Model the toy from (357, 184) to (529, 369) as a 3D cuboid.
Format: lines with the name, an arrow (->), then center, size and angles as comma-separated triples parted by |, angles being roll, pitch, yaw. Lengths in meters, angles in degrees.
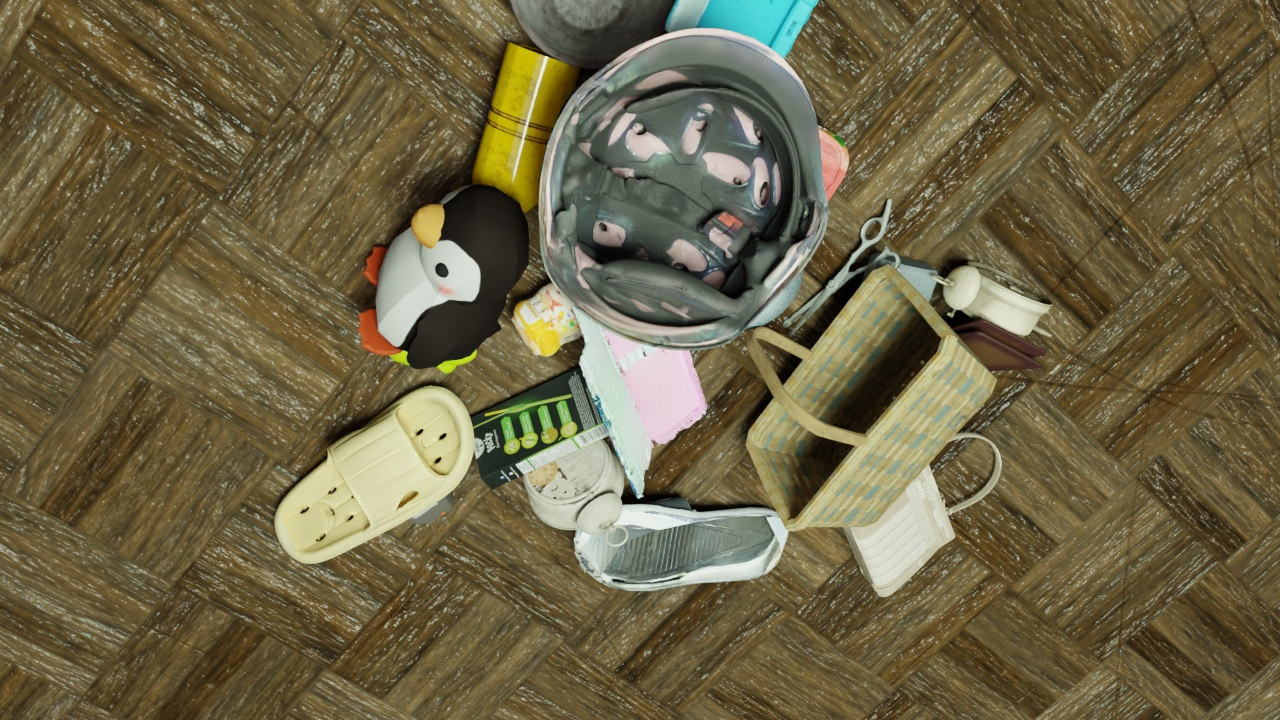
toy -> -0.156, -0.083, 0.834 | 0.140, 0.158, 0.185 | 15, 147, -29

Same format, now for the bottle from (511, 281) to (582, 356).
bottle -> -0.074, -0.053, 0.922 | 0.109, 0.063, 0.063 | -34, 113, -9

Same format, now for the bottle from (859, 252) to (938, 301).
bottle -> 0.255, -0.029, 0.977 | 0.072, 0.046, 0.161 | 11, 111, -11

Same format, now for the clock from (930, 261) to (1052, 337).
clock -> 0.355, -0.064, 0.948 | 0.140, 0.093, 0.055 | 14, 114, -22

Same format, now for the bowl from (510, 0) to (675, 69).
bowl -> -0.044, -0.328, 0.802 | 0.145, 0.067, 0.145 | -1, 103, -7

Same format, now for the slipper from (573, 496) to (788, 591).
slipper -> 0.043, 0.201, 1.042 | 0.263, 0.063, 0.111 | 3, 112, -21

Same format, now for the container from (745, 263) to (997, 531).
container -> 0.192, 0.035, 0.893 | 0.186, 0.157, 0.250 | 21, 117, -27

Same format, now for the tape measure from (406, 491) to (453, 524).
tape measure -> -0.238, 0.148, 0.998 | 0.059, 0.038, 0.058 | -25, 113, 4

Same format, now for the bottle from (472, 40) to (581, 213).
bottle -> -0.111, -0.203, 0.851 | 0.071, 0.071, 0.164 | 15, 110, -13

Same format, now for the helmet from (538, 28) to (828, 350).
helmet -> 0.034, -0.144, 0.776 | 0.230, 0.152, 0.256 | 17, 104, -6

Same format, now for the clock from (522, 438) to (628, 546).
clock -> -0.062, 0.130, 0.949 | 0.103, 0.157, 0.061 | -33, 145, -12

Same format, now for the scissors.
scissors -> 0.208, -0.095, 0.957 | 0.162, 0.117, 0.014 | -22, 147, 37

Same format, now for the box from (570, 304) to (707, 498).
box -> -0.016, 0.005, 0.908 | 0.063, 0.160, 0.231 | 6, 131, 36

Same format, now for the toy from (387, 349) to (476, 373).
toy -> -0.218, -0.024, 0.932 | 0.093, 0.036, 0.094 | -16, 120, -5

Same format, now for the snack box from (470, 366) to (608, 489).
snack box -> -0.102, 0.067, 0.956 | 0.147, 0.080, 0.025 | -25, 140, 4

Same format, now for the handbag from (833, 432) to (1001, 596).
handbag -> 0.325, 0.150, 1.059 | 0.198, 0.062, 0.176 | -26, 113, -1

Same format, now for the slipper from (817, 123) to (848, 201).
slipper -> 0.112, -0.132, 0.912 | 0.103, 0.059, 0.249 | 23, 122, -12

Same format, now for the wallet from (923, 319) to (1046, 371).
wallet -> 0.354, -0.011, 0.968 | 0.091, 0.116, 0.018 | 24, 77, -16

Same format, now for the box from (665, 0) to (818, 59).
box -> 0.082, -0.329, 0.817 | 0.170, 0.085, 0.227 | 12, 115, -47

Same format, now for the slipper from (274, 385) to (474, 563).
slipper -> -0.285, 0.129, 0.945 | 0.262, 0.079, 0.111 | -35, 86, 13

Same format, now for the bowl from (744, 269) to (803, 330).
bowl -> 0.091, -0.073, 0.882 | 0.137, 0.057, 0.137 | 1, 124, 1
